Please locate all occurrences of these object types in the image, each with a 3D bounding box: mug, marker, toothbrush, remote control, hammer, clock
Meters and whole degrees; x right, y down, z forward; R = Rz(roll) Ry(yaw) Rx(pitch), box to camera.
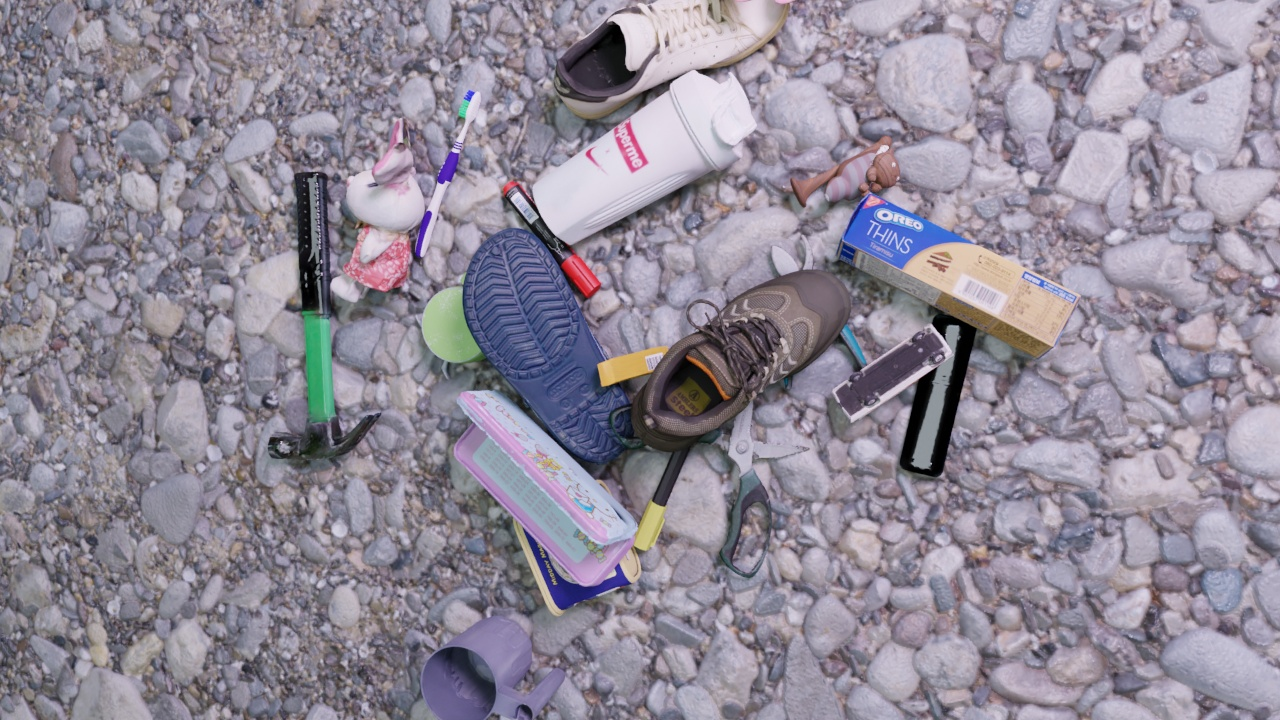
[{"bbox_3d":[-0.147,0.324,0.946,0.124,0.104,0.084,16,96,13],"label":"mug"},{"bbox_3d":[-0.093,-0.127,0.949,0.145,0.021,0.024,51,141,7],"label":"marker"},{"bbox_3d":[-0.208,-0.199,0.981,0.016,0.015,0.187,25,99,15],"label":"toothbrush"},{"bbox_3d":[0.025,0.135,0.935,0.021,0.017,0.124,20,98,-20],"label":"marker"},{"bbox_3d":[0.279,0.033,0.861,0.041,0.020,0.152,13,94,15],"label":"remote control"},{"bbox_3d":[-0.359,-0.049,1.021,0.130,0.032,0.319,-2,92,16],"label":"hammer"},{"bbox_3d":[-0.180,-0.040,0.968,0.119,0.042,0.094,-30,86,14],"label":"clock"}]

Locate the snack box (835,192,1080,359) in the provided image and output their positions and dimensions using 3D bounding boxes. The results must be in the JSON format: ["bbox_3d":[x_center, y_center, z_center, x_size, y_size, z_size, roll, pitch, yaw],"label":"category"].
[{"bbox_3d":[0.282,-0.078,0.830,0.207,0.056,0.057,30,83,12],"label":"snack box"}]

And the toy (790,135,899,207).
[{"bbox_3d":[0.198,-0.171,0.859,0.102,0.041,0.054,-29,51,7],"label":"toy"}]

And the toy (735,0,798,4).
[{"bbox_3d":[0.088,-0.428,0.842,0.190,0.088,0.238,-15,74,2],"label":"toy"}]

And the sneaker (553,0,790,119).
[{"bbox_3d":[0.021,-0.311,0.868,0.242,0.102,0.089,-23,86,14],"label":"sneaker"}]

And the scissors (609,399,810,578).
[{"bbox_3d":[0.063,0.112,0.904,0.201,0.015,0.202,7,96,-1],"label":"scissors"}]

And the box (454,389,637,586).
[{"bbox_3d":[-0.104,0.118,0.881,0.214,0.092,0.089,41,92,22],"label":"box"}]

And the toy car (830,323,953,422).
[{"bbox_3d":[0.237,0.015,0.862,0.113,0.039,0.039,-36,57,13],"label":"toy car"}]

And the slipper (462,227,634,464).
[{"bbox_3d":[-0.095,-0.009,0.921,0.105,0.095,0.253,-30,103,-3],"label":"slipper"}]

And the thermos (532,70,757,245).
[{"bbox_3d":[0.005,-0.192,0.886,0.221,0.099,0.099,-29,85,18],"label":"thermos"}]

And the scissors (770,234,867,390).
[{"bbox_3d":[0.169,-0.039,0.887,0.124,0.019,0.156,19,99,13],"label":"scissors"}]

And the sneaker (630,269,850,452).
[{"bbox_3d":[0.084,-0.012,0.817,0.238,0.143,0.101,-39,80,-1],"label":"sneaker"}]

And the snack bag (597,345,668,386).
[{"bbox_3d":[-0.005,0.005,0.903,0.020,0.099,0.026,-18,88,47],"label":"snack bag"}]

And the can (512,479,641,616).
[{"bbox_3d":[-0.063,0.190,0.942,0.092,0.056,0.116,-24,87,13],"label":"can"}]

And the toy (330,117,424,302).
[{"bbox_3d":[-0.270,-0.151,0.958,0.084,0.159,0.195,16,115,-17],"label":"toy"}]
